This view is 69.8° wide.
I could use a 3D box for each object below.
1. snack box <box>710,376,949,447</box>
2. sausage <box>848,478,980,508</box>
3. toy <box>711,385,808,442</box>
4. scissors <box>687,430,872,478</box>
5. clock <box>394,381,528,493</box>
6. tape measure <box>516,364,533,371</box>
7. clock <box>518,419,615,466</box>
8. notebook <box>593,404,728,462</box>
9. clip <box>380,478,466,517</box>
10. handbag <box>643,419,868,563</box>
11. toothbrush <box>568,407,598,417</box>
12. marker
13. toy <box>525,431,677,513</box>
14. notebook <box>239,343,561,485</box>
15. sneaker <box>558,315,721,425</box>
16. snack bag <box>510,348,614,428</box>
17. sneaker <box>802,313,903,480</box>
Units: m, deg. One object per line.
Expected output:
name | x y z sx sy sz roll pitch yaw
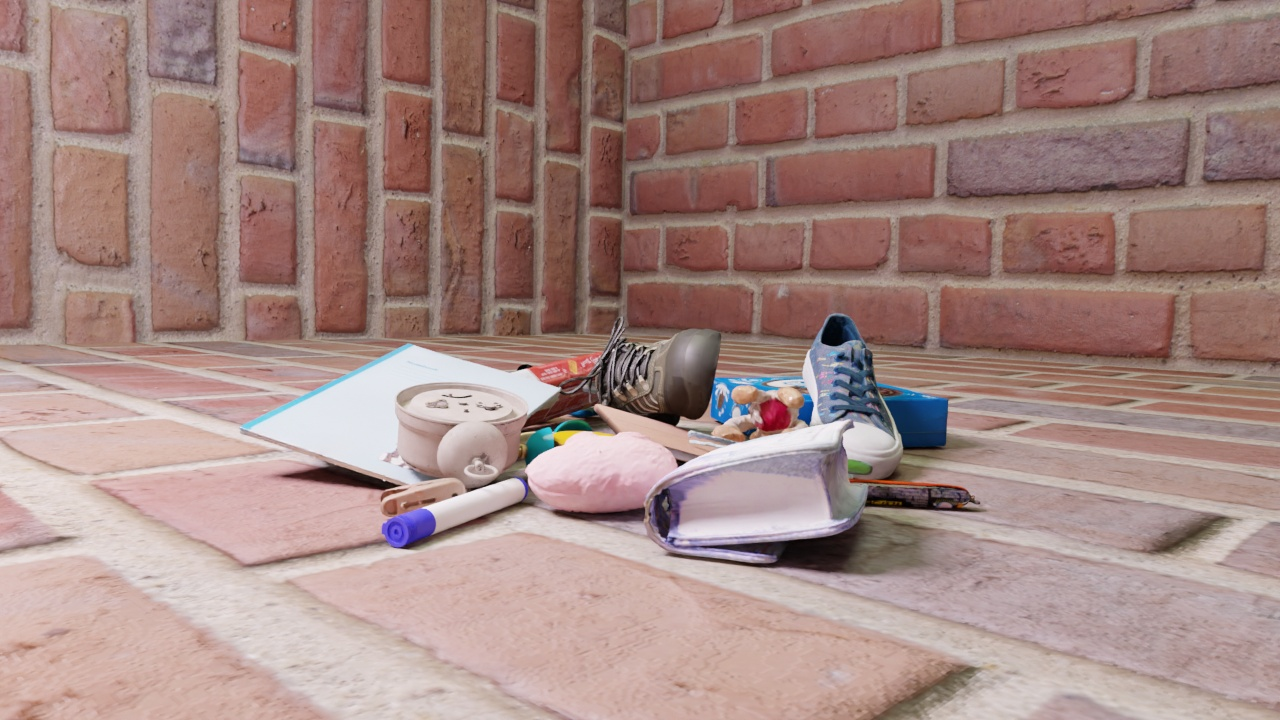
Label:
snack box | 0.209 0.057 1.072 0.195 0.056 0.239 0 6 -14
sausage | 0.181 0.102 0.706 0.155 0.020 0.020 2 4 9
toy | 0.116 0.065 0.855 0.085 0.074 0.106 -2 -19 14
scissors | 0.113 0.080 0.748 0.172 0.023 0.172 8 -5 41
clock | -0.137 0.065 0.710 0.103 0.061 0.157 2 16 -21
tape measure | -0.135 0.044 1.104 0.034 0.061 0.061 -9 -45 33
clock | -0.049 0.080 0.790 0.130 0.044 0.099 10 7 17
notebook | 0.037 0.075 0.844 0.141 0.008 0.209 16 1 -10
clip | -0.153 0.096 0.637 0.059 0.026 0.052 2 6 22
handbag | 0.081 0.086 0.610 0.127 0.069 0.158 -12 -1 17
toothbrush | -0.032 0.066 1.150 0.135 0.017 0.022 3 9 19
marker | -0.121 0.100 0.621 0.020 0.020 0.141 3 4 23
toy | -0.026 0.077 0.678 0.108 0.053 0.105 -3 15 4
notebook | -0.203 0.043 0.833 0.181 0.009 0.252 15 21 14
sneaker | -0.005 0.006 0.958 0.143 0.101 0.238 16 -18 -10
snack bag | -0.092 0.033 1.070 0.041 0.078 0.224 45 27 16
sneaker | 0.206 0.028 0.886 0.087 0.079 0.235 8 27 0
